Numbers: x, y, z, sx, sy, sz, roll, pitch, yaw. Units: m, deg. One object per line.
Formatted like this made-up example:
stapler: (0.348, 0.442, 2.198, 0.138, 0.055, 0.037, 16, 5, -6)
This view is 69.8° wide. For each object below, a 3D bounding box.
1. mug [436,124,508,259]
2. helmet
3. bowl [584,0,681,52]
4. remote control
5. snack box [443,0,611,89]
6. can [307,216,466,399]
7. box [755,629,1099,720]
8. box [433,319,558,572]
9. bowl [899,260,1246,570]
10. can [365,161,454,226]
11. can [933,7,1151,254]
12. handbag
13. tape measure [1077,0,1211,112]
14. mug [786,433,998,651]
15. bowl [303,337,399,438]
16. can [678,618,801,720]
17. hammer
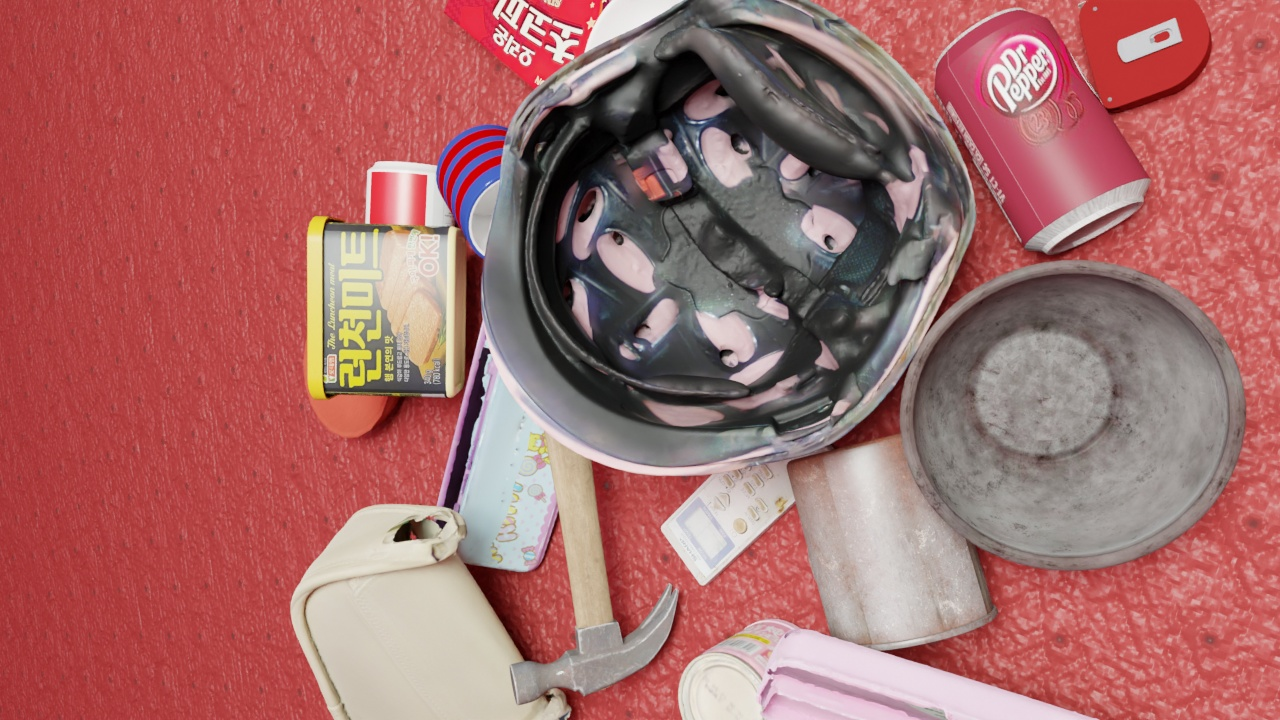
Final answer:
mug: (-0.088, -0.132, 0.658, 0.112, 0.075, 0.076, -44, 46, 8)
helmet: (0.037, -0.060, 0.507, 0.230, 0.152, 0.255, 38, 91, 3)
bowl: (0.017, -0.188, 0.598, 0.105, 0.054, 0.105, 4, 96, 37)
remote control: (0.068, 0.089, 0.600, 0.136, 0.011, 0.050, -50, 65, 27)
snack box: (-0.059, -0.272, 0.660, 0.152, 0.035, 0.133, 45, 116, 26)
can: (-0.183, -0.037, 0.675, 0.101, 0.072, 0.131, 2, 96, -3)
box: (0.154, 0.216, 0.481, 0.201, 0.058, 0.156, 16, 127, 7)
box: (-0.092, 0.051, 0.695, 0.092, 0.089, 0.214, 14, 112, -10)
bowl: (0.203, 0.022, 0.450, 0.145, 0.067, 0.145, 2, 100, 14)
can: (-0.187, -0.090, 0.741, 0.070, 0.070, 0.132, 8, 97, 36)
can: (0.199, -0.114, 0.462, 0.063, 0.063, 0.114, -33, 73, 32)
handbag: (-0.152, 0.196, 0.692, 0.184, 0.131, 0.229, -11, 121, 26)
tape measure: (0.248, -0.159, 0.451, 0.052, 0.019, 0.059, -17, 82, 36)
mug: (0.129, 0.099, 0.518, 0.123, 0.096, 0.110, -28, 69, 60)
bowl: (-0.248, 0.006, 0.812, 0.122, 0.035, 0.122, 2, 93, 36)
can: (0.071, 0.201, 0.564, 0.067, 0.076, 0.067, 2, 94, 36)
hammer: (-0.050, 0.059, 0.618, 0.031, 0.119, 0.331, 175, 86, -75)
